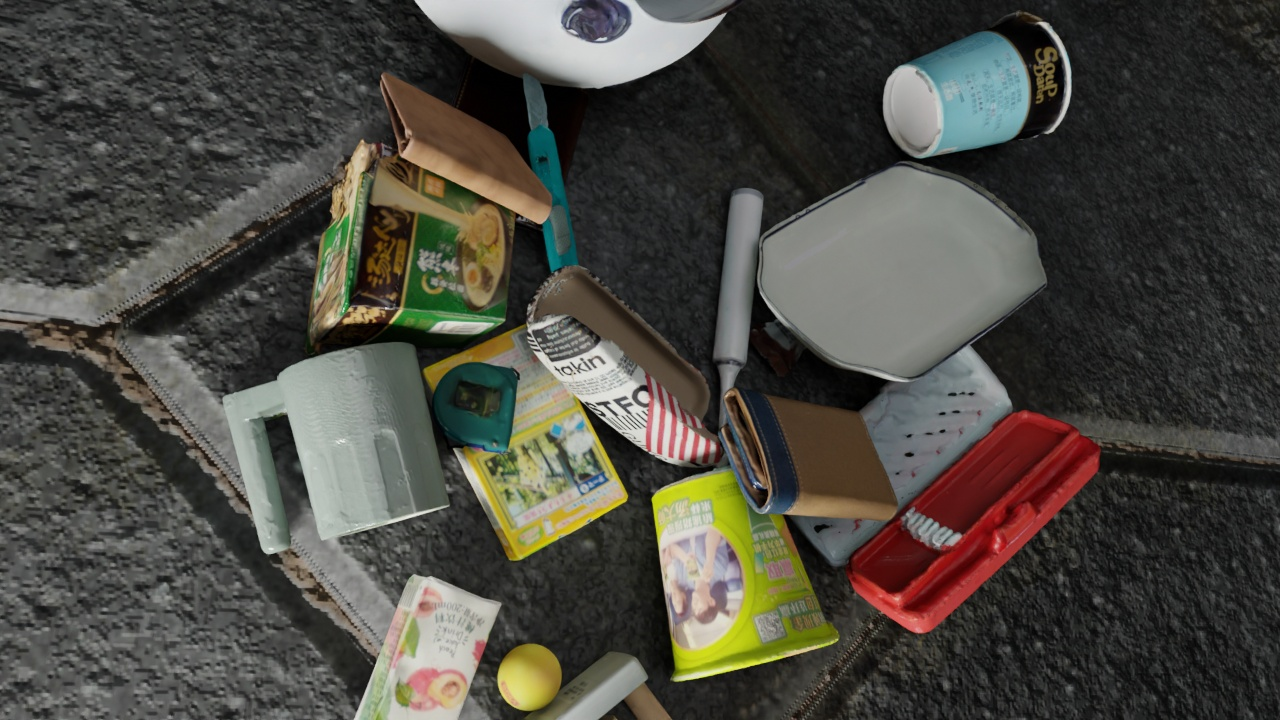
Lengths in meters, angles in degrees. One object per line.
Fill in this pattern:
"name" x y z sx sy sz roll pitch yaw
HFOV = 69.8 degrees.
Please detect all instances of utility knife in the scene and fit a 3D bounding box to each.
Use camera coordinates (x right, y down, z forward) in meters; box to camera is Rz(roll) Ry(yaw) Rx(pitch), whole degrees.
"utility knife" -0.060 -0.104 0.635 0.029 0.013 0.185 -26 113 -45

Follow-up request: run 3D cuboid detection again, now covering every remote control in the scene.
"remote control" -0.058 0.229 0.568 0.134 0.056 0.019 -33 90 -24

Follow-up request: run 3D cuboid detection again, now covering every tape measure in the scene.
"tape measure" -0.104 0.029 0.582 0.054 0.025 0.058 10 73 -17

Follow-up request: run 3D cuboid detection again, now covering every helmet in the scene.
"helmet" -0.059 -0.281 0.639 0.258 0.146 0.228 13 57 -21

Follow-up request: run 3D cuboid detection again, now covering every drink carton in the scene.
"drink carton" -0.134 0.196 0.554 0.053 0.046 0.122 27 70 -23

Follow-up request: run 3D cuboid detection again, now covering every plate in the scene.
"plate" 0.202 -0.068 0.714 0.265 0.034 0.162 -31 66 -31

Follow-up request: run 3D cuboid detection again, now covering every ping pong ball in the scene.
"ping pong ball" -0.070 0.200 0.579 0.040 0.040 0.040 5 75 -18

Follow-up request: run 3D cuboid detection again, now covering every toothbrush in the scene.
"toothbrush" 0.070 -0.026 0.691 0.026 0.026 0.220 9 74 -6

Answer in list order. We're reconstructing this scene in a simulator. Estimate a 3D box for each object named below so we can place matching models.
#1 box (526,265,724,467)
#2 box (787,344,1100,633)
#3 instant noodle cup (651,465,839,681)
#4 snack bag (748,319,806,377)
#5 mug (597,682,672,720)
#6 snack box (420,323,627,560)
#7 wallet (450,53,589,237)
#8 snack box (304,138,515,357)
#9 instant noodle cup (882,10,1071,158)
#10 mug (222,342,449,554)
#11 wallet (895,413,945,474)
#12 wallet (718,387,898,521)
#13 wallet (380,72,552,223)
"box" -0.004 0.003 0.618 0.162 0.076 0.086 39 53 -27
"box" 0.214 0.086 0.666 0.200 0.069 0.157 -37 61 -17
"instant noodle cup" 0.060 0.137 0.609 0.111 0.112 0.123 -7 72 -21
"snack bag" 0.132 -0.031 0.713 0.105 0.026 0.045 -35 81 -23
"mug" -0.006 0.274 0.569 0.103 0.084 0.124 54 42 1
"snack box" -0.079 0.052 0.617 0.086 0.034 0.140 -27 85 -23
"wallet" -0.096 -0.159 0.670 0.096 0.020 0.122 16 73 -10
"snack box" -0.143 -0.059 0.585 0.105 0.118 0.117 12 73 -27
"instant noodle cup" 0.276 -0.226 0.776 0.120 0.111 0.111 -19 84 -15
"mug" -0.185 0.055 0.561 0.124 0.083 0.103 -17 83 5
"wallet" 0.229 0.092 0.718 0.130 0.035 0.119 35 75 -8
"wallet" 0.112 0.064 0.610 0.115 0.033 0.090 9 48 -31
"wallet" -0.114 -0.139 0.588 0.101 0.115 0.020 23 113 -36
